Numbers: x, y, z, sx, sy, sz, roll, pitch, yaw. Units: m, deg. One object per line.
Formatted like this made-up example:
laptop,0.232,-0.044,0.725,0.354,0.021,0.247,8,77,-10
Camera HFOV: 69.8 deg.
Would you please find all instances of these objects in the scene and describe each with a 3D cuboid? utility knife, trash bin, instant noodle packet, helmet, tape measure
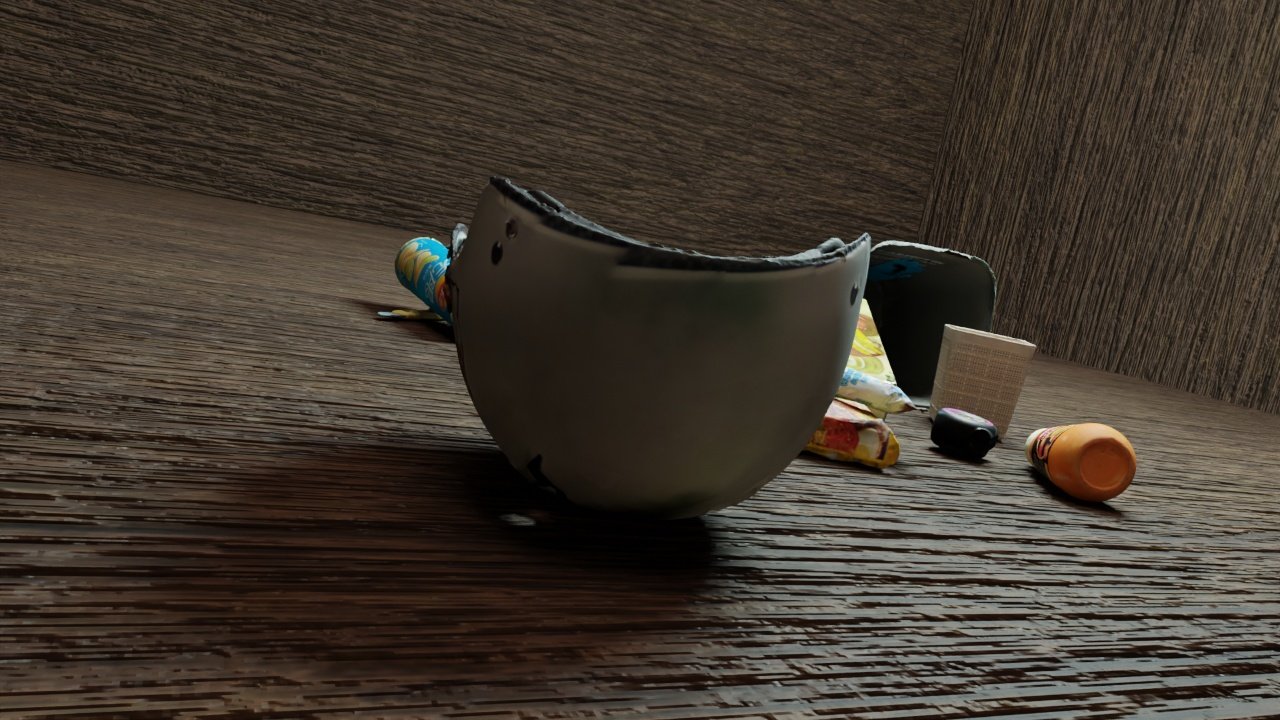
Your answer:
utility knife,-0.243,-0.052,1.067,0.031,0.019,0.182,10,12,25
trash bin,0.313,-0.050,1.213,0.199,0.198,0.220,8,3,-18
instant noodle packet,0.159,0.053,0.790,0.111,0.044,0.128,16,8,2
helmet,0.000,0.005,0.510,0.230,0.157,0.274,8,-2,-11
tape measure,0.307,0.071,0.875,0.058,0.039,0.057,21,12,27

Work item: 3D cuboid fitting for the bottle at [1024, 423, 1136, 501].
bottle,0.385,0.086,0.826,0.067,0.067,0.149,12,1,3

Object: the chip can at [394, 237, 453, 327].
chip can,-0.211,-0.081,1.025,0.071,0.071,0.210,5,15,-34

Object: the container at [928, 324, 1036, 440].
container,0.380,0.024,1.035,0.090,0.111,0.090,13,9,11

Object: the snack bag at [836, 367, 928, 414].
snack bag,0.197,0.026,0.796,0.105,0.026,0.045,22,0,14

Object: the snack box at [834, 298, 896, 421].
snack box,0.189,-0.009,0.965,0.114,0.063,0.239,12,25,1
